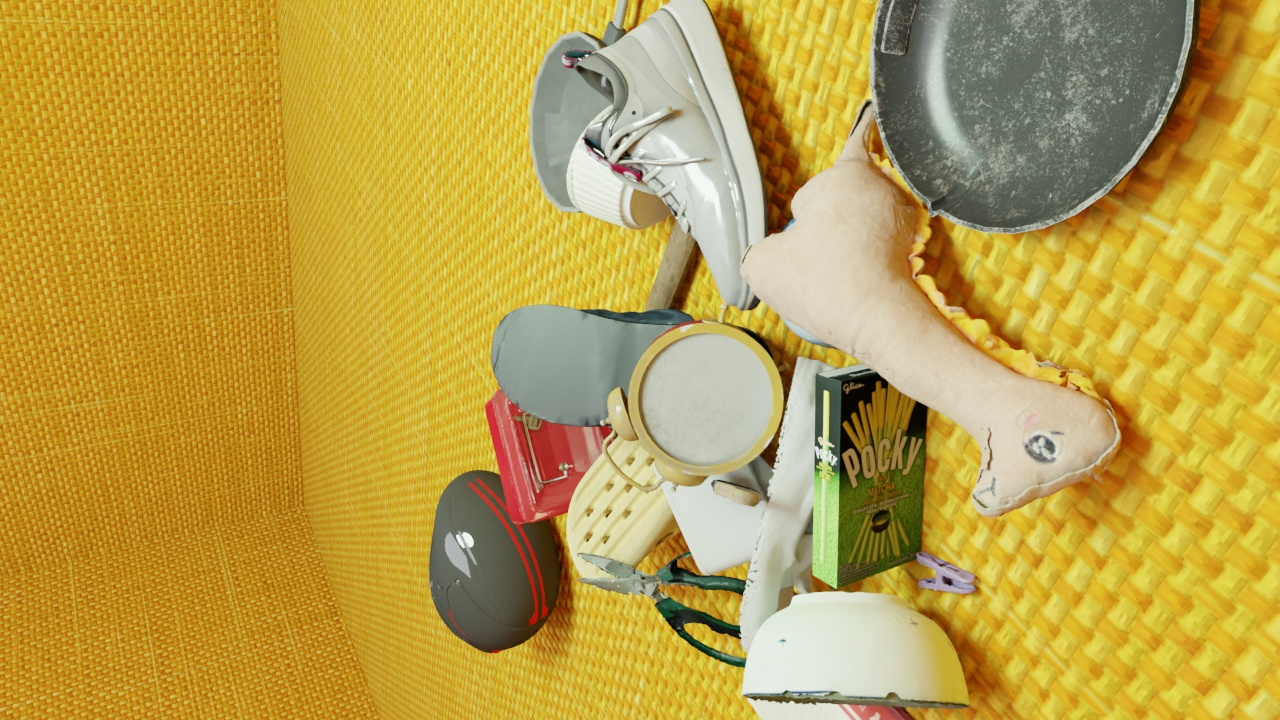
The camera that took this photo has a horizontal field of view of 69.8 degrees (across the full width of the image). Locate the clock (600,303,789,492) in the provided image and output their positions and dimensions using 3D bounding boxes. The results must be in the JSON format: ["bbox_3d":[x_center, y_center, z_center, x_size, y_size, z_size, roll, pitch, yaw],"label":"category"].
[{"bbox_3d":[0.039,0.036,0.736,0.117,0.159,0.081,44,-173,-5],"label":"clock"}]

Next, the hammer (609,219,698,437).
[{"bbox_3d":[0.016,-0.046,0.900,0.129,0.040,0.323,62,146,36],"label":"hammer"}]

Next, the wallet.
[{"bbox_3d":[0.083,0.115,0.796,0.115,0.037,0.118,-26,86,28],"label":"wallet"}]

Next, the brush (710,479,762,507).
[{"bbox_3d":[0.074,0.101,0.704,0.151,0.039,0.012,63,-138,-83],"label":"brush"}]

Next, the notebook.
[{"bbox_3d":[0.167,0.310,0.771,0.209,0.012,0.153,43,135,46],"label":"notebook"}]

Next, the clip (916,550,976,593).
[{"bbox_3d":[0.211,0.155,0.641,0.052,0.014,0.042,43,135,50],"label":"clip"}]

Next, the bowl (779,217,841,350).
[{"bbox_3d":[0.129,-0.060,0.680,0.114,0.045,0.114,28,123,55],"label":"bowl"}]

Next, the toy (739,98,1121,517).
[{"bbox_3d":[0.183,-0.039,0.564,0.264,0.065,0.196,35,94,33],"label":"toy"}]

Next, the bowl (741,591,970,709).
[{"bbox_3d":[0.149,0.205,0.645,0.154,0.153,0.072,144,134,-59],"label":"bowl"}]

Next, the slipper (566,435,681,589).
[{"bbox_3d":[0.017,0.118,0.911,0.111,0.079,0.262,53,123,30],"label":"slipper"}]

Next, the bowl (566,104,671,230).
[{"bbox_3d":[-0.003,-0.168,0.822,0.062,0.115,0.116,40,134,29],"label":"bowl"}]

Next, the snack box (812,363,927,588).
[{"bbox_3d":[0.159,0.076,0.635,0.025,0.080,0.148,22,118,57],"label":"snack box"}]

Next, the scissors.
[{"bbox_3d":[0.032,0.203,0.864,0.210,0.015,0.142,23,120,11],"label":"scissors"}]

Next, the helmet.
[{"bbox_3d":[-0.193,0.276,1.243,0.170,0.163,0.264,-15,96,50],"label":"helmet"}]

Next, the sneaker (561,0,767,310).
[{"bbox_3d":[0.025,-0.157,0.728,0.097,0.129,0.263,59,-165,-80],"label":"sneaker"}]

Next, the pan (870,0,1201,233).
[{"bbox_3d":[0.174,-0.220,0.556,0.356,0.040,0.208,53,142,40],"label":"pan"}]

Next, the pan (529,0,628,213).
[{"bbox_3d":[-0.026,-0.304,0.882,0.178,0.041,0.358,57,139,34],"label":"pan"}]

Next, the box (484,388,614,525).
[{"bbox_3d":[-0.101,0.101,1.058,0.113,0.134,0.157,150,108,-71],"label":"box"}]

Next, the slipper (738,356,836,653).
[{"bbox_3d":[0.123,0.120,0.702,0.075,0.112,0.247,20,110,24],"label":"slipper"}]

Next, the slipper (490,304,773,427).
[{"bbox_3d":[-0.005,0.005,0.838,0.266,0.083,0.109,3,95,19],"label":"slipper"}]
